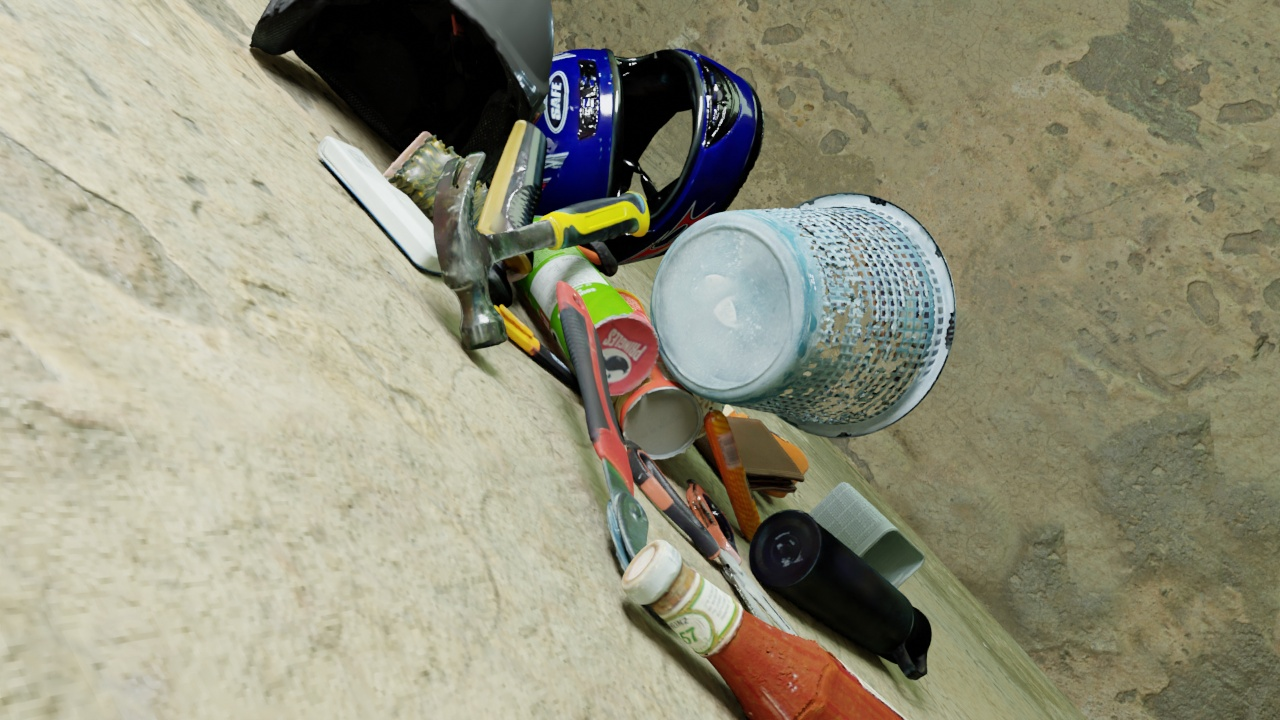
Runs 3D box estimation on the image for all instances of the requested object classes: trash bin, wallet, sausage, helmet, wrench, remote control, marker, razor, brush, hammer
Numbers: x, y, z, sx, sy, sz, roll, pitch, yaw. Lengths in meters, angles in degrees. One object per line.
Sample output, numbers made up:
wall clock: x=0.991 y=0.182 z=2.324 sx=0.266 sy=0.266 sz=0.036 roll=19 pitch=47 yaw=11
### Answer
trash bin: x=0.121 y=-0.041 z=0.779 sx=0.194 sy=0.227 sz=0.226 roll=0 pitch=43 yaw=-50
wallet: x=0.113 y=0.101 z=1.015 sx=0.124 sy=0.032 sz=0.101 roll=9 pitch=35 yaw=-42
sausage: x=0.082 y=0.104 z=0.803 sx=0.021 sy=0.021 sz=0.165 roll=-121 pitch=-171 yaw=-56
helmet: x=-0.188 y=-0.292 z=0.822 sx=0.233 sy=0.229 sz=0.275 roll=41 pitch=-29 yaw=-30
wrench: x=-0.020 y=0.044 z=0.592 sx=0.056 sy=0.016 sz=0.273 roll=35 pitch=27 yaw=-46
helmet: x=-0.045 y=-0.239 z=1.048 sx=0.240 sy=0.316 sz=0.247 roll=8 pitch=70 yaw=-34
remote control: x=-0.188 y=-0.116 z=0.688 sx=0.125 sy=0.024 sz=0.049 roll=47 pitch=8 yaw=8
marker: x=-0.076 y=-0.004 z=0.734 sx=0.124 sy=0.015 sz=0.018 roll=43 pitch=15 yaw=-32
razor: x=-0.110 y=-0.123 z=0.742 sx=0.062 sy=0.068 sz=0.167 roll=72 pitch=25 yaw=-62
brush: x=-0.151 y=-0.123 z=0.788 sx=0.145 sy=0.063 sz=0.073 roll=44 pitch=-21 yaw=-22
hammer: x=-0.063 y=-0.106 z=0.727 sx=0.322 sy=0.032 sz=0.126 roll=-35 pitch=114 yaw=-64

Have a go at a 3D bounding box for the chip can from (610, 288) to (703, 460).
chip can: x=-0.005 y=0.005 z=0.842 sx=0.073 sy=0.073 sz=0.216 roll=41 pitch=9 yaw=-29

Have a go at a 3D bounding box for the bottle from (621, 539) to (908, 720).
bottle: x=0.075 y=0.173 z=0.496 sx=0.206 sy=0.060 sz=0.059 roll=42 pitch=9 yaw=-10

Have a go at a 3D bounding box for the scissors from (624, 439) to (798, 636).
scissors: x=0.060 y=0.143 z=0.700 sx=0.189 sy=0.015 sz=0.226 roll=43 pitch=8 yaw=-20

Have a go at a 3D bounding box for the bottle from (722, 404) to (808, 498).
bottle: x=0.130 y=0.099 z=1.108 sx=0.149 sy=0.067 sz=0.066 roll=40 pitch=7 yaw=13

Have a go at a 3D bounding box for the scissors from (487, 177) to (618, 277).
scissors: x=-0.091 y=-0.120 z=0.977 sx=0.221 sy=0.021 sz=0.229 roll=57 pitch=-24 yaw=-18

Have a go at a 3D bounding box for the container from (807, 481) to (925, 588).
container: x=0.263 y=0.217 z=1.106 sx=0.090 sy=0.090 sz=0.111 roll=41 pitch=7 yaw=-33

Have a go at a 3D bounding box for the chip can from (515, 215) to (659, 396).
chip can: x=-0.061 y=-0.057 z=0.814 sx=0.072 sy=0.072 sz=0.236 roll=40 pitch=7 yaw=-37

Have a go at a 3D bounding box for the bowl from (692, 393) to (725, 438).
bowl: x=0.055 y=0.021 z=0.912 sx=0.113 sy=0.062 sz=0.113 roll=166 pitch=-89 yaw=-81

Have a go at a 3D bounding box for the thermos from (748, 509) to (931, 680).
thermos: x=0.193 y=0.218 z=0.820 sx=0.242 sy=0.068 sz=0.090 roll=39 pitch=14 yaw=-39
